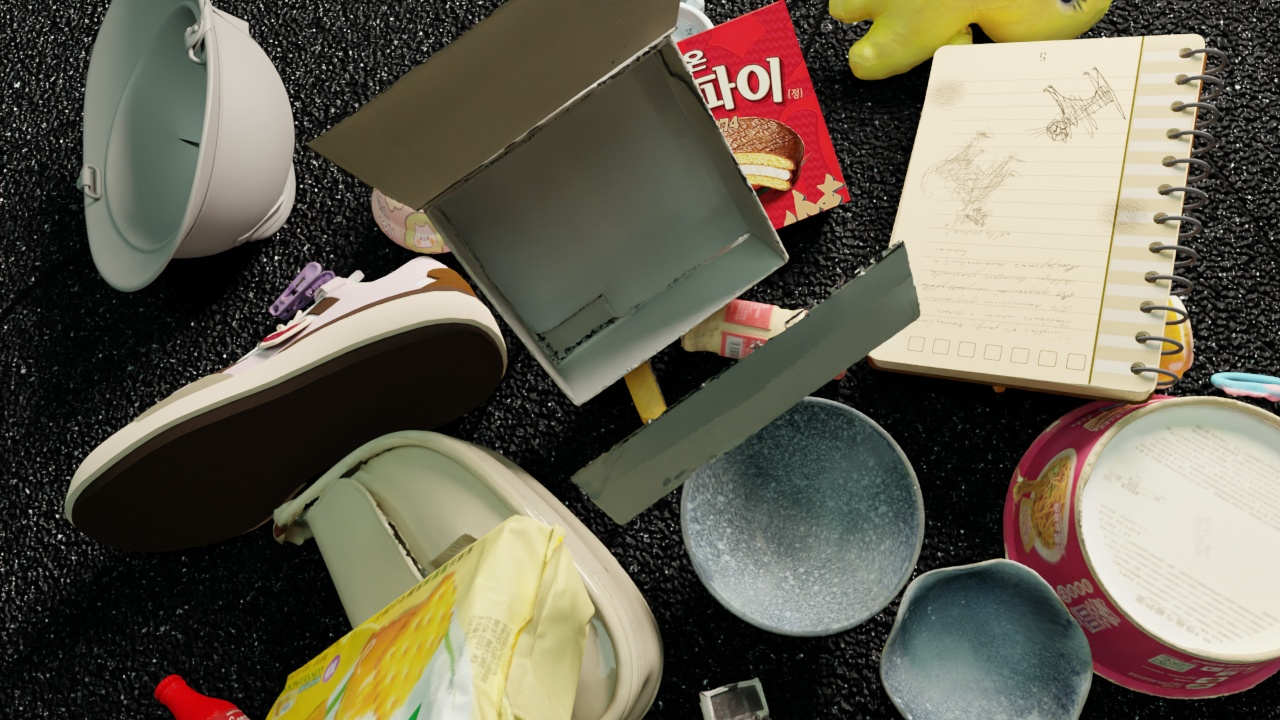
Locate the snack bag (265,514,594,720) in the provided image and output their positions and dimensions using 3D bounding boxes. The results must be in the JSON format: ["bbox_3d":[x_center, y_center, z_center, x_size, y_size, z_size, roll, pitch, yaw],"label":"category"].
[{"bbox_3d":[-0.117,0.188,0.422,0.248,0.068,0.159,-38,25,30],"label":"snack bag"}]

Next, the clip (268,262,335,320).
[{"bbox_3d":[-0.244,-0.049,0.658,0.051,0.032,0.013,-42,73,-3],"label":"clip"}]

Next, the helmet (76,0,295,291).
[{"bbox_3d":[-0.306,-0.163,0.660,0.184,0.117,0.270,-32,62,30],"label":"helmet"}]

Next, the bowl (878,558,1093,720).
[{"bbox_3d":[0.185,0.166,0.510,0.110,0.055,0.110,0,78,2],"label":"bowl"}]

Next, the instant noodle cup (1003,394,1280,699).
[{"bbox_3d":[0.302,0.095,0.506,0.179,0.078,0.178,-3,73,8],"label":"instant noodle cup"}]

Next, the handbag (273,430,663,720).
[{"bbox_3d":[-0.113,0.140,0.533,0.184,0.132,0.229,-33,70,5],"label":"handbag"}]

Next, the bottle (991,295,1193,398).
[{"bbox_3d":[0.266,-0.007,0.551,0.109,0.063,0.063,-11,71,18],"label":"bottle"}]

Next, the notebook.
[{"bbox_3d":[0.238,-0.093,0.546,0.168,0.024,0.225,9,75,30],"label":"notebook"}]

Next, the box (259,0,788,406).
[{"bbox_3d":[-0.023,-0.088,0.440,0.167,0.330,0.165,-36,85,1],"label":"box"}]

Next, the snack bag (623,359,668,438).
[{"bbox_3d":[-0.004,0.004,0.606,0.020,0.026,0.099,-23,70,1],"label":"snack bag"}]

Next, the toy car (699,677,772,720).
[{"bbox_3d":[0.062,0.241,0.518,0.039,0.039,0.113,-7,71,-21],"label":"toy car"}]

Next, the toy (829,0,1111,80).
[{"bbox_3d":[0.234,-0.264,0.620,0.208,0.092,0.134,-24,104,7],"label":"toy"}]

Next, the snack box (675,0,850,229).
[{"bbox_3d":[0.042,-0.141,0.605,0.152,0.036,0.133,-21,101,1],"label":"snack box"}]

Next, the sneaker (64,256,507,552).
[{"bbox_3d":[-0.239,0.015,0.607,0.294,0.112,0.116,-28,50,0],"label":"sneaker"}]

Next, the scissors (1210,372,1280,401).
[{"bbox_3d":[0.398,0.030,0.508,0.135,0.129,0.015,5,112,21],"label":"scissors"}]

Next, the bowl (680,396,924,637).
[{"bbox_3d":[0.094,0.094,0.547,0.137,0.057,0.137,-2,73,7],"label":"bowl"}]

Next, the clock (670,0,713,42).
[{"bbox_3d":[0.014,-0.220,0.653,0.083,0.057,0.117,-21,78,2],"label":"clock"}]

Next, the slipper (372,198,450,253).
[{"bbox_3d":[-0.123,-0.170,0.641,0.093,0.081,0.197,22,70,19],"label":"slipper"}]

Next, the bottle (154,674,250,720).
[{"bbox_3d":[-0.254,0.237,0.566,0.119,0.036,0.036,33,80,17],"label":"bottle"}]

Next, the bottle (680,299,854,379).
[{"bbox_3d":[0.081,-0.017,0.591,0.109,0.044,0.044,10,75,12],"label":"bottle"}]
